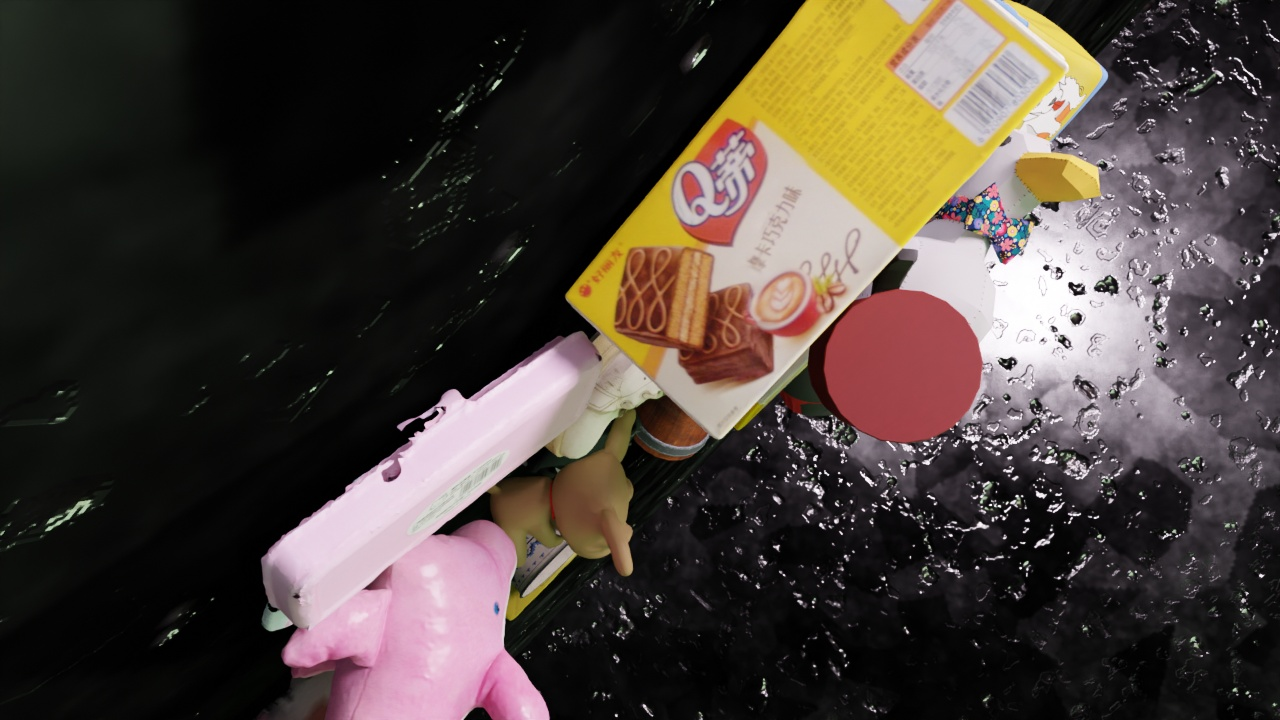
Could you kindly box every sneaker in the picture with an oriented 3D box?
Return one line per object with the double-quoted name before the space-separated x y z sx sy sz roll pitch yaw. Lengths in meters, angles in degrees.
"sneaker" 0.042 -0.009 0.613 0.241 0.102 0.089 -46 170 2

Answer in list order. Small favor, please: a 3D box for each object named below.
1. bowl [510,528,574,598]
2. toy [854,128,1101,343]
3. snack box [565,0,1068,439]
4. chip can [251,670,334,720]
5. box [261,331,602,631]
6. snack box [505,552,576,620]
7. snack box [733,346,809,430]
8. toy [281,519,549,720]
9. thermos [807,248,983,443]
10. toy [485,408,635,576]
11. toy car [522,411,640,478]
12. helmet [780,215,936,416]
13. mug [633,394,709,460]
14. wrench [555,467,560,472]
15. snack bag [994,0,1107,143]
"bowl" -0.094 0.170 0.898 0.115 0.059 0.115 -44 170 -10
"toy" 0.246 -0.079 0.793 0.247 0.141 0.267 13 -105 58
"snack box" 0.078 -0.082 0.451 0.231 0.110 0.061 -49 175 16
"chip can" -0.215 0.245 0.679 0.229 0.080 0.080 -43 170 -17
"box" -0.110 0.071 0.495 0.200 0.045 0.155 -38 168 -33
"snack box" -0.102 0.208 1.024 0.180 0.045 0.121 -43 -178 -18
"snack box" 0.072 -0.017 0.696 0.083 0.106 0.061 -41 171 -22
"toy" -0.157 0.193 0.545 0.128 0.187 0.264 71 34 -46
"thermos" 0.145 -0.010 0.545 0.198 0.084 0.108 -2 100 -81
"toy" -0.053 0.104 0.657 0.108 0.133 0.106 -9 138 11
"toy car" -0.046 0.063 0.735 0.111 0.034 0.046 -9 143 -47
"helmet" 0.235 -0.061 1.013 0.265 0.164 0.170 -42 142 9
"mug" 0.056 0.025 0.851 0.117 0.081 0.111 -16 150 -33
"wrench" -0.021 0.076 0.947 0.066 0.018 0.272 -49 170 15
"snack bag" 0.305 -0.238 0.828 0.204 0.102 0.159 -6 143 -48
